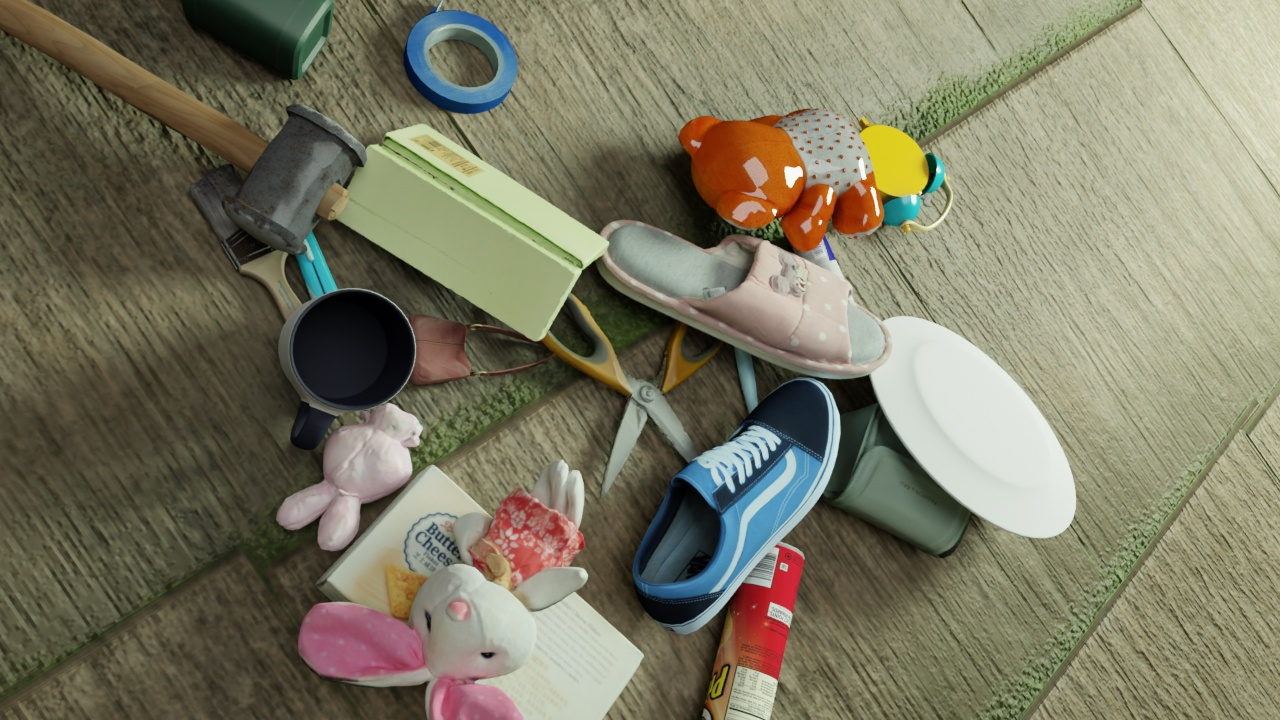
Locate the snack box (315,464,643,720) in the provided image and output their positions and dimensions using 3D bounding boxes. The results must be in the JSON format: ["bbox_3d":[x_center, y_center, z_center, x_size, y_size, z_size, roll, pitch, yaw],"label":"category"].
[{"bbox_3d":[-0.109,0.182,0.640,0.208,0.058,0.104,43,62,-6],"label":"snack box"}]

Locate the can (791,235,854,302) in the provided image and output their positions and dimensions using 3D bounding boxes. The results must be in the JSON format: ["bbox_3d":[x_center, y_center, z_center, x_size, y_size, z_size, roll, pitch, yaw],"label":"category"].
[{"bbox_3d":[0.171,-0.083,0.863,0.032,0.032,0.095,-18,81,-28],"label":"can"}]

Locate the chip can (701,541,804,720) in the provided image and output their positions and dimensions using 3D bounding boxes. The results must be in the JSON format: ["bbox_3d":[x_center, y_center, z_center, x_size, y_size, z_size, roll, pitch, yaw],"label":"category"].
[{"bbox_3d":[0.080,0.247,0.707,0.051,0.052,0.214,25,65,-15],"label":"chip can"}]

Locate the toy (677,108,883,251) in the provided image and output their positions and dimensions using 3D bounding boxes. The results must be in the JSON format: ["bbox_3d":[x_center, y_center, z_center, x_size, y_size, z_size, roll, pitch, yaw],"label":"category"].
[{"bbox_3d":[0.123,-0.169,0.832,0.172,0.093,0.163,-12,60,-26],"label":"toy"}]

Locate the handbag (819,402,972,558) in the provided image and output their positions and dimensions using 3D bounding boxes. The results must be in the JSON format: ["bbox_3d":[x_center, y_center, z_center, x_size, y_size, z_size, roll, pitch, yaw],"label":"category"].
[{"bbox_3d":[0.232,0.103,0.812,0.122,0.067,0.106,28,66,-14],"label":"handbag"}]

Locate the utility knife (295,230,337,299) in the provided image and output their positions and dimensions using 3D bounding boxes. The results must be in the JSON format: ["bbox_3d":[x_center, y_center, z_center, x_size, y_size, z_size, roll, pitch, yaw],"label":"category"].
[{"bbox_3d":[-0.257,-0.093,0.688,0.022,0.015,0.162,-23,81,-19],"label":"utility knife"}]

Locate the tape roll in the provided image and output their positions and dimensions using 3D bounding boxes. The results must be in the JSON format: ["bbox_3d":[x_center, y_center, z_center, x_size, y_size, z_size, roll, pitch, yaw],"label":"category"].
[{"bbox_3d":[-0.153,-0.255,0.783,0.093,0.016,0.091,32,64,-12],"label":"tape roll"}]

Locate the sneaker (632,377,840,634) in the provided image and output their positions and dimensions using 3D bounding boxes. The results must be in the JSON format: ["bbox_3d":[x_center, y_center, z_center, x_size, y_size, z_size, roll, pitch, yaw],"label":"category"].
[{"bbox_3d":[0.078,0.094,0.708,0.083,0.098,0.240,25,65,33],"label":"sneaker"}]

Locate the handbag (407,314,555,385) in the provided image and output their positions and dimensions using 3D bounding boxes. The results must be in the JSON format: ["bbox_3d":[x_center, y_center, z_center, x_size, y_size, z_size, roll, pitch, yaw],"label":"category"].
[{"bbox_3d":[-0.121,-0.007,0.716,0.119,0.029,0.055,1,71,-29],"label":"handbag"}]

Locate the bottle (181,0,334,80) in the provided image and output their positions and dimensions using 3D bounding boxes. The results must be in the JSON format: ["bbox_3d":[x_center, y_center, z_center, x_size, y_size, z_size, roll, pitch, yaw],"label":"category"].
[{"bbox_3d":[-0.308,-0.277,0.697,0.131,0.061,0.061,28,67,-13],"label":"bottle"}]

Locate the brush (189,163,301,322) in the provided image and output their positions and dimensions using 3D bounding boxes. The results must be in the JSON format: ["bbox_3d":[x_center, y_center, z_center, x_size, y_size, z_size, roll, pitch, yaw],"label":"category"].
[{"bbox_3d":[-0.279,-0.076,0.673,0.038,0.012,0.151,-32,88,-28],"label":"brush"}]

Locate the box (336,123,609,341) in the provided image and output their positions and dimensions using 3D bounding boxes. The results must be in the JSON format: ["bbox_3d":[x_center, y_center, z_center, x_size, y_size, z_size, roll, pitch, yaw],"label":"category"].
[{"bbox_3d":[-0.126,-0.109,0.708,0.188,0.066,0.127,34,61,2],"label":"box"}]

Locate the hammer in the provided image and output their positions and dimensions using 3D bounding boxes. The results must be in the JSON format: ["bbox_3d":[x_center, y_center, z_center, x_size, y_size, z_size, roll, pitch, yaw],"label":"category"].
[{"bbox_3d":[-0.354,-0.193,0.645,0.328,0.052,0.098,31,80,-3],"label":"hammer"}]

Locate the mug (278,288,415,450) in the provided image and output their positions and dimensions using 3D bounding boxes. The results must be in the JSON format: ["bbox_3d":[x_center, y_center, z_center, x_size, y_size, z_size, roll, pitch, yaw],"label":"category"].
[{"bbox_3d":[-0.208,0.008,0.624,0.078,0.097,0.111,25,81,-23],"label":"mug"}]

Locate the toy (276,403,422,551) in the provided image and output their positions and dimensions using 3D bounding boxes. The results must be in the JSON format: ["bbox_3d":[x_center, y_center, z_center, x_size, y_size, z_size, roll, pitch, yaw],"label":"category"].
[{"bbox_3d":[-0.198,0.080,0.638,0.063,0.047,0.109,27,63,21],"label":"toy"}]

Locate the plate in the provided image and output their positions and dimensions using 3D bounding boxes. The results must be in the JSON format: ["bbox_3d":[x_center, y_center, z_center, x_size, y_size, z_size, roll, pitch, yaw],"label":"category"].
[{"bbox_3d":[0.307,0.050,0.834,0.242,0.016,0.242,22,42,-21],"label":"plate"}]

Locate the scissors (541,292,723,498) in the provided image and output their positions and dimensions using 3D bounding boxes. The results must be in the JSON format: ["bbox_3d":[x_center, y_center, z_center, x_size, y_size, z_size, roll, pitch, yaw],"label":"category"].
[{"bbox_3d":[-0.004,0.005,0.761,0.229,0.016,0.224,36,61,-14],"label":"scissors"}]

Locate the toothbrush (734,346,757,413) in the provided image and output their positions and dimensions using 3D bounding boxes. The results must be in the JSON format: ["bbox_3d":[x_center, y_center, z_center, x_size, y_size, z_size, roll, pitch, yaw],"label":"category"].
[{"bbox_3d":[0.098,0.032,0.803,0.022,0.016,0.155,-1,74,-33],"label":"toothbrush"}]

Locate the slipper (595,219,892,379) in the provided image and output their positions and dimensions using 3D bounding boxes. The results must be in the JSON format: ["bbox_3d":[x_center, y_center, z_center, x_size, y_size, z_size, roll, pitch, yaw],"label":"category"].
[{"bbox_3d":[0.094,-0.061,0.782,0.274,0.055,0.114,19,45,-8],"label":"slipper"}]

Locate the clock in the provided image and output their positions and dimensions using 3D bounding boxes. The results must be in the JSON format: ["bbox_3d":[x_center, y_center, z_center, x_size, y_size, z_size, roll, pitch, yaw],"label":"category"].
[{"bbox_3d":[0.259,-0.187,0.932,0.129,0.044,0.098,41,62,1],"label":"clock"}]

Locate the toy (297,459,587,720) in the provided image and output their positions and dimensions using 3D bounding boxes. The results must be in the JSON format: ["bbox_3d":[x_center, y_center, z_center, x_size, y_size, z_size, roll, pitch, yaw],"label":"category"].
[{"bbox_3d":[-0.095,0.149,0.577,0.159,0.084,0.193,30,61,19],"label":"toy"}]
